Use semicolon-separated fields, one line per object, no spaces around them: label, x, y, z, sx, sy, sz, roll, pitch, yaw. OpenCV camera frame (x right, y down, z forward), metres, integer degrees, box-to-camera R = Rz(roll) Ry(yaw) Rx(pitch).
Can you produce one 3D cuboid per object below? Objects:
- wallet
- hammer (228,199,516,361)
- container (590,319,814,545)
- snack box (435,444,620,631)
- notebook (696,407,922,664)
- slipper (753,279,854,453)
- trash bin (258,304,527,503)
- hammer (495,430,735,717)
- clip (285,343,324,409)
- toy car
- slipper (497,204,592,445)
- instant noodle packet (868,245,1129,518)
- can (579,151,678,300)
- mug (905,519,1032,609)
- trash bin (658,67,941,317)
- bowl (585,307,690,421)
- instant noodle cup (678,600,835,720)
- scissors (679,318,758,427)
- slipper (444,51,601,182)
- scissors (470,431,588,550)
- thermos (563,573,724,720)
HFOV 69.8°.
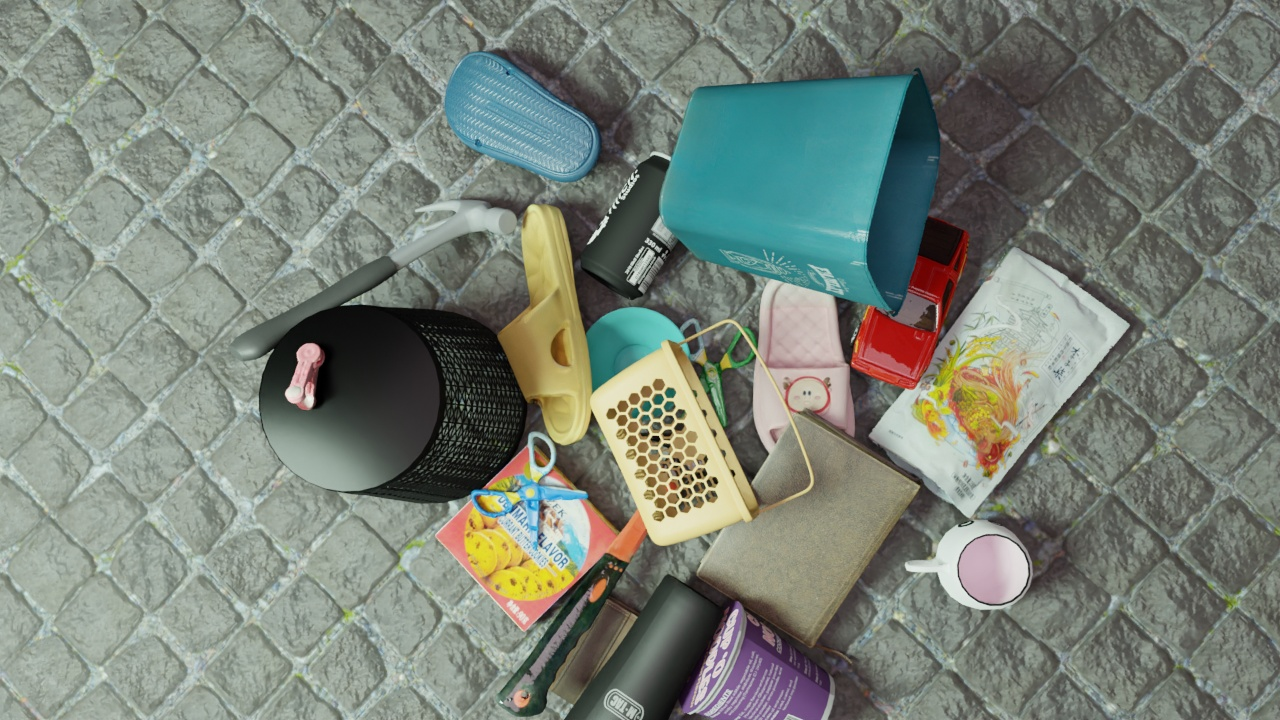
wallet;-0.053;0.312;0.987;0.098;0.027;0.121;32;87;1
hammer;-0.278;-0.088;0.942;0.125;0.029;0.310;19;46;42
container;0.063;0.072;0.895;0.167;0.129;0.183;-27;81;11
snack box;-0.120;0.189;0.993;0.145;0.040;0.142;-44;84;-1
notebook;0.187;0.186;0.949;0.190;0.034;0.216;33;104;7
slipper;0.171;0.011;0.977;0.107;0.055;0.221;-4;86;6
trash bin;-0.243;0.042;0.911;0.217;0.243;0.217;0;86;4
hammer;-0.033;0.217;0.945;0.133;0.033;0.332;35;74;-1
clip;-0.284;0.018;0.784;0.023;0.050;0.058;6;44;2
toy car;0.284;-0.064;0.965;0.081;0.056;0.189;22;78;7
slipper;-0.111;-0.038;0.975;0.078;0.100;0.263;-2;80;-25
instant noodle packet;0.374;0.020;0.964;0.147;0.057;0.269;39;86;9
can;0.002;-0.144;0.989;0.080;0.080;0.146;32;89;6
mug;0.332;0.209;0.939;0.124;0.076;0.090;-2;85;4
trash bin;0.157;-0.171;0.906;0.219;0.196;0.199;13;81;28
bowl;-0.006;0.006;0.995;0.121;0.046;0.121;0;86;4
instant noodle cup;0.121;0.334;0.939;0.122;0.121;0.137;29;133;-4
scissors;0.070;0.010;1.006;0.117;0.012;0.129;33;87;7
slipper;-0.133;-0.264;1.021;0.214;0.059;0.104;34;98;18
scissors;-0.117;0.136;0.971;0.125;0.013;0.129;4;87;5
thermos;-0.001;0.330;0.933;0.106;0.106;0.218;32;82;6
